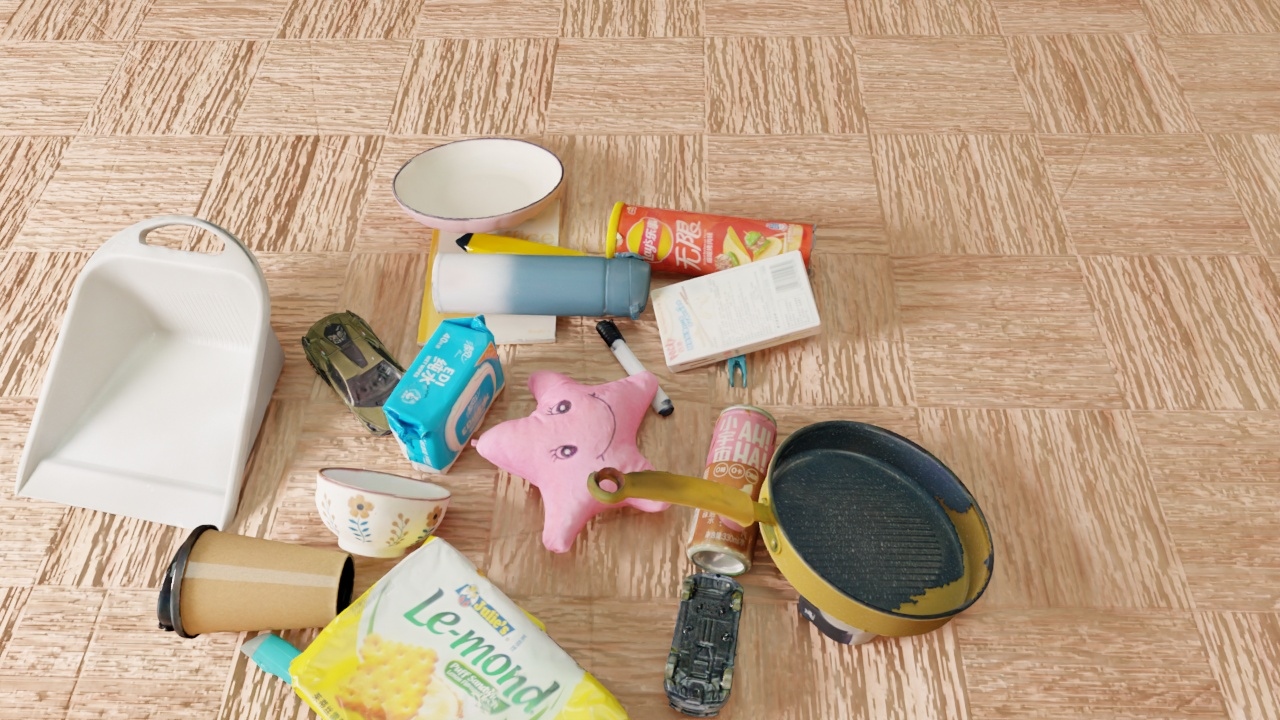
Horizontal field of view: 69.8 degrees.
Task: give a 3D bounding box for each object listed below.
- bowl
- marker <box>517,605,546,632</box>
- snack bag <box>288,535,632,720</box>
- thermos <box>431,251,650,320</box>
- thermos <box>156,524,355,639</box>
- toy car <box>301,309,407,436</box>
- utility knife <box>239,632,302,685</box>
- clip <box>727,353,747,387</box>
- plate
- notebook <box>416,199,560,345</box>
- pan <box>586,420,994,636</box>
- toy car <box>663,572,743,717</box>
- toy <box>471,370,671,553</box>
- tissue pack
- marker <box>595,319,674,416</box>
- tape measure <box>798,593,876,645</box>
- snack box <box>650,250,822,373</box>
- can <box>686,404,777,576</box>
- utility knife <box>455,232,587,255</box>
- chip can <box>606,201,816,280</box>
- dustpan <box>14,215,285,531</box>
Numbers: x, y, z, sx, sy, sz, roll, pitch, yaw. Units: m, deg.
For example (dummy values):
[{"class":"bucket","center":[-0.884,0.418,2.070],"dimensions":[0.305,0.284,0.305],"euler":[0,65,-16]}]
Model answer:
[{"class":"bowl","center":[-0.226,0.134,0.793],"dimensions":[0.113,0.113,0.062],"euler":[11,90,10]},{"class":"marker","center":[-0.131,0.204,0.785],"dimensions":[0.124,0.015,0.018],"euler":[27,59,23]},{"class":"snack bag","center":[-0.138,0.262,0.702],"dimensions":[0.246,0.068,0.157],"euler":[37,62,21]},{"class":"thermos","center":[-0.100,-0.078,0.943],"dimensions":[0.220,0.070,0.070],"euler":[1,54,2]},{"class":"thermos","center":[-0.317,0.187,0.763],"dimensions":[0.143,0.093,0.092],"euler":[6,54,-4]},{"class":"toy car","center":[-0.276,0.010,0.914],"dimensions":[0.070,0.042,0.158],"euler":[-37,64,-22]},{"class":"utility knife","center":[-0.259,0.267,0.744],"dimensions":[0.160,0.013,0.029],"euler":[28,62,17]},{"class":"clip","center":[0.097,0.003,0.920],"dimensions":[0.046,0.014,0.056],"euler":[-1,56,3]},{"class":"plate","center":[-0.181,-0.194,1.040],"dimensions":[0.192,0.039,0.192],"euler":[-1,40,1]},{"class":"notebook","center":[-0.162,-0.100,1.006],"dimensions":[0.146,0.010,0.205],"euler":[-1,54,0]},{"class":"pan","center":[0.123,0.120,0.732],"dimensions":[0.357,0.078,0.197],"euler":[3,44,-18]},{"class":"toy car","center":[0.052,0.228,0.747],"dimensions":[0.054,0.037,0.120],"euler":[8,45,8]},{"class":"toy","center":[-0.063,0.084,0.828],"dimensions":[0.178,0.075,0.194],"euler":[-1,52,-3]},{"class":"tissue pack","center":[-0.179,0.032,0.862],"dimensions":[0.063,0.090,0.139],"euler":[20,58,14]},{"class":"marker","center":[-0.005,0.005,0.919],"dimensions":[0.022,0.018,0.130],"euler":[-35,59,-6]},{"class":"tape measure","center":[0.174,0.200,0.763],"dimensions":[0.066,0.034,0.065],"euler":[37,65,25]},{"class":"snack box","center":[0.094,-0.049,0.916],"dimensions":[0.157,0.027,0.084],"euler":[-15,69,9]},{"class":"can","center":[0.083,0.113,0.813],"dimensions":[0.058,0.058,0.147],"euler":[11,55,10]},{"class":"utility knife","center":[-0.118,-0.114,0.998],"dimensions":[0.173,0.015,0.033],"euler":[12,54,10]},{"class":"chip can","center":[0.076,-0.123,0.977],"dimensions":[0.217,0.073,0.073],"euler":[7,55,7]},{"class":"dustpan","center":[-0.460,0.000,0.867],"dimensions":[0.223,0.143,0.257],"euler":[9,54,8]}]
